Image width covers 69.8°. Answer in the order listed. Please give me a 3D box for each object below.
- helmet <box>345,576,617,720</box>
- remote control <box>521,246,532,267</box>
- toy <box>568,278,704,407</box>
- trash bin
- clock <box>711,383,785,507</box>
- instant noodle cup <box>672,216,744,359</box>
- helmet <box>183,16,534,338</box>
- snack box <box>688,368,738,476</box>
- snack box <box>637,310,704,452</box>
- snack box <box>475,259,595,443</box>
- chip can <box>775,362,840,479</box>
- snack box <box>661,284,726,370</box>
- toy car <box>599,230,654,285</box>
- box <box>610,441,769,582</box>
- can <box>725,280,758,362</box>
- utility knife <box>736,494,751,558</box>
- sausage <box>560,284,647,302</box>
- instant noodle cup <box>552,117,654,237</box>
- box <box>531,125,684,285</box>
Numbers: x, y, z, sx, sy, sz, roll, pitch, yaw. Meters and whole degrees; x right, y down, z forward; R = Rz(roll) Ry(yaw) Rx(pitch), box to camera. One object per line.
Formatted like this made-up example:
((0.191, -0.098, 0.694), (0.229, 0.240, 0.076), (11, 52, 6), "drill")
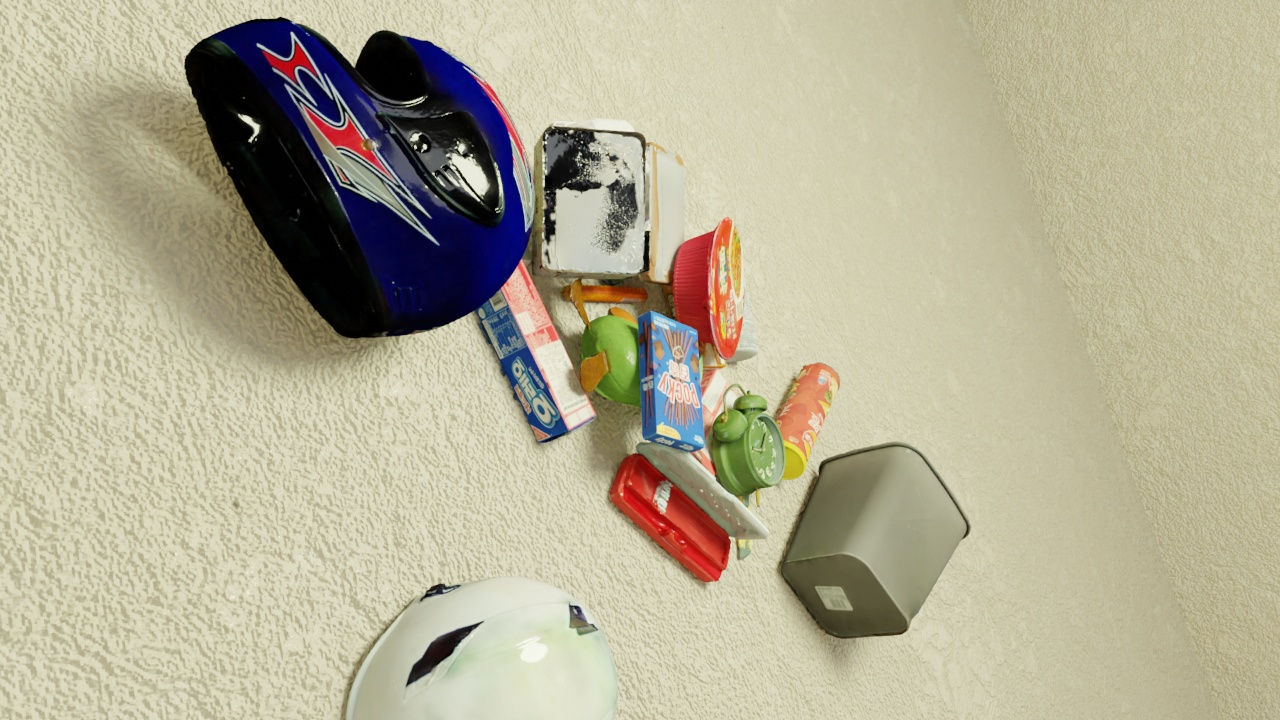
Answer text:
((-0.119, 0.308, 0.840), (0.258, 0.146, 0.229), (1, 71, -47), "helmet")
((-0.188, -0.135, 1.069), (0.134, 0.019, 0.056), (-4, 56, -48), "remote control")
((-0.007, 0.007, 1.151), (0.246, 0.090, 0.226), (29, 36, -43), "toy")
((0.332, 0.268, 1.335), (0.199, 0.199, 0.219), (53, 49, -13), "trash bin")
((0.146, 0.110, 1.259), (0.115, 0.056, 0.161), (-37, 109, -53), "clock")
((0.092, -0.097, 1.251), (0.193, 0.066, 0.194), (1, 90, -70), "instant noodle cup")
((-0.235, -0.186, 0.867), (0.239, 0.248, 0.315), (-38, 110, -31), "helmet")
((0.095, 0.086, 1.279), (0.075, 0.026, 0.152), (50, 42, -20), "snack box")
((0.036, 0.025, 1.093), (0.084, 0.026, 0.157), (20, 58, -42), "snack box")
((-0.127, -0.010, 1.057), (0.058, 0.057, 0.207), (-28, 93, -53), "snack box")
((0.248, 0.090, 1.410), (0.073, 0.073, 0.215), (54, 41, -15), "chip can")
((0.075, -0.060, 1.327), (0.075, 0.026, 0.153), (0, 72, -48), "snack box")
((-0.017, -0.140, 1.259), (0.120, 0.037, 0.054), (-28, 96, -40), "toy car")
((0.067, 0.183, 1.142), (0.201, 0.102, 0.095), (44, 44, -23), "box")
((0.136, -0.073, 1.376), (0.058, 0.058, 0.146), (10, 65, -45), "can")
((0.142, 0.185, 1.296), (0.031, 0.020, 0.195), (28, 48, -44), "utility knife")
((-0.044, -0.088, 1.213), (0.164, 0.022, 0.021), (-2, 73, -48), "sausage")
((-0.038, -0.263, 1.277), (0.137, 0.060, 0.173), (-15, 85, -50), "instant noodle cup")
((-0.020, -0.189, 1.157), (0.271, 0.131, 0.179), (0, 91, -42), "box")
